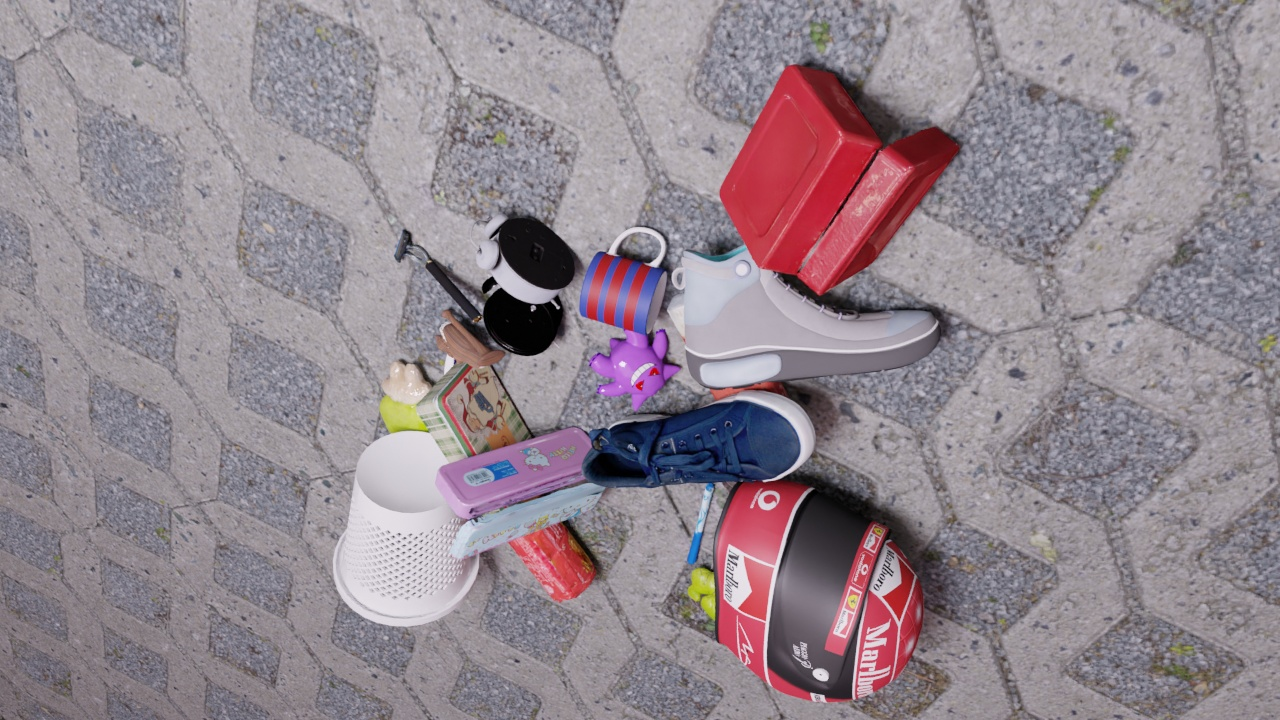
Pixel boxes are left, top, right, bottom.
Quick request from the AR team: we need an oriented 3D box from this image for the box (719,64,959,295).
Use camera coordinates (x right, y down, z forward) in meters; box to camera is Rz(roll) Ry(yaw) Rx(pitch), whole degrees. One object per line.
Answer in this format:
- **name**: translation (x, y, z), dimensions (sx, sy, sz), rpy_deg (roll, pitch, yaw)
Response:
- **box**: translation (0.164, -0.169, 0.846), dimensions (0.165, 0.151, 0.158), rpy_deg (41, 129, 12)

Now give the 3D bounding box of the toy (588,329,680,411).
- **toy**: translation (-0.006, 0.006, 1.057), dimensions (0.106, 0.056, 0.088), rpy_deg (-43, 100, 1)

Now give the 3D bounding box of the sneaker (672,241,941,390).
- **sneaker**: translation (0.166, -0.063, 0.922), dimensions (0.257, 0.093, 0.160), rpy_deg (-9, 103, 5)

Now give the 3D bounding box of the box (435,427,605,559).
- **box**: translation (-0.143, 0.163, 1.111), dimensions (0.089, 0.213, 0.093), rpy_deg (44, 131, 32)

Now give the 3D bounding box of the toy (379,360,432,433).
- **toy**: translation (-0.305, 0.053, 1.207), dimensions (0.092, 0.043, 0.118), rpy_deg (13, 119, 25)

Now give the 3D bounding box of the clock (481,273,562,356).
- **clock**: translation (-0.136, -0.064, 1.065), dimensions (0.091, 0.042, 0.121), rpy_deg (0, 122, 20)

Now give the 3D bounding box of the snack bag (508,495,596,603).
- **snack bag**: translation (-0.130, 0.253, 1.250), dimensions (0.082, 0.082, 0.176), rpy_deg (-21, 113, 30)

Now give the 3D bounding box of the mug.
- **mug**: translation (-0.014, -0.091, 0.993), dimensions (0.076, 0.075, 0.112), rpy_deg (17, 100, 9)

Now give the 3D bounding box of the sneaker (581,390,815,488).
- **sneaker**: translation (0.047, 0.101, 1.014), dimensions (0.295, 0.127, 0.121), rpy_deg (-12, 104, 39)

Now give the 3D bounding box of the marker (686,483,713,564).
- **marker**: translation (0.077, 0.212, 1.189), dimensions (0.013, 0.013, 0.142), rpy_deg (16, 126, 9)

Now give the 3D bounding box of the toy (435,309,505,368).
- **toy**: translation (-0.211, -0.017, 1.107), dimensions (0.102, 0.041, 0.055), rpy_deg (42, 132, 28)

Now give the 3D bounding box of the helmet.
- **helmet**: translation (0.211, 0.274, 1.062), dimensions (0.225, 0.197, 0.271), rpy_deg (14, 131, 23)

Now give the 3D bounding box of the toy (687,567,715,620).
- **toy**: translation (0.110, 0.316, 1.219), dimensions (0.094, 0.036, 0.094), rpy_deg (-2, 114, 22)

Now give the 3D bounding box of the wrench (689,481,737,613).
- **wrench**: translation (0.114, 0.240, 1.196), dimensions (0.070, 0.010, 0.274), rpy_deg (15, 126, 10)

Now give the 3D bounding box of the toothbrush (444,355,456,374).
- **toothbrush**: translation (-0.255, 0.058, 1.208), dimensions (0.015, 0.016, 0.187), rpy_deg (20, 127, 8)

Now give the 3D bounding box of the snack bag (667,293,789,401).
- **snack bag**: translation (0.113, 0.017, 1.030), dimensions (0.078, 0.041, 0.225), rpy_deg (-16, 117, 31)

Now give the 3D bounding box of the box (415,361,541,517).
- **box**: translation (-0.190, 0.102, 1.153), dimensions (0.050, 0.117, 0.205), rpy_deg (-11, 116, 31)

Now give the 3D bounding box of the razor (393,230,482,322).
- **razor**: translation (-0.235, -0.095, 1.080), dimensions (0.144, 0.022, 0.043), rpy_deg (43, 130, 14)

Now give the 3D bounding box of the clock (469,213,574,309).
- **clock**: translation (-0.130, -0.112, 0.996), dimensions (0.122, 0.094, 0.035), rpy_deg (29, 133, -21)

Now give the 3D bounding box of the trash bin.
- **trash bin**: translation (-0.303, 0.209, 1.203), dimensions (0.195, 0.194, 0.200), rpy_deg (21, 132, 6)
